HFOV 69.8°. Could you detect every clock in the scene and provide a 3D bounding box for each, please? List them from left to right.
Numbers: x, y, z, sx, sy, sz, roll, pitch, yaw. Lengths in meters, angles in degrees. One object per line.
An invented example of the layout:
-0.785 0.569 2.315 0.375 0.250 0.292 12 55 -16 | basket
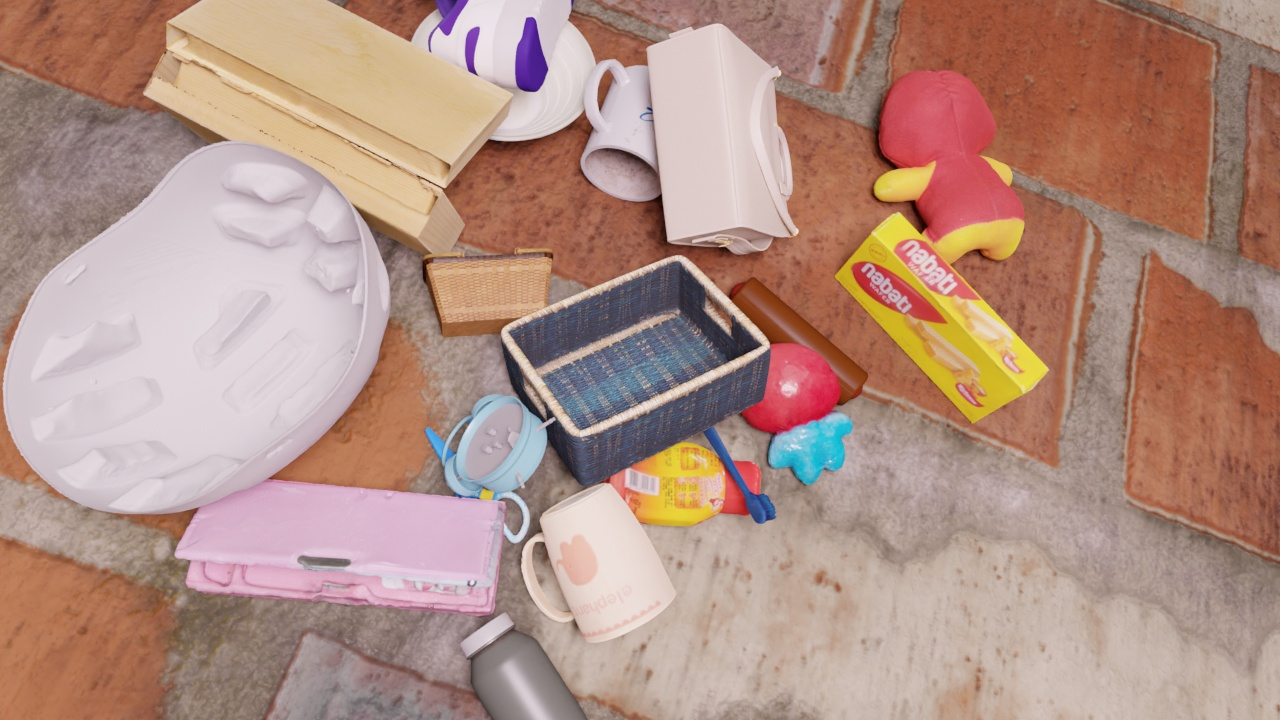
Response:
-0.122 0.066 0.729 0.042 0.123 0.087 39 64 -36 | clock

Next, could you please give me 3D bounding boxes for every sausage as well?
0.147 -0.019 0.865 0.155 0.040 0.040 41 67 5 | sausage

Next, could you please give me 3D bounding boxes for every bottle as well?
-0.091 0.251 0.701 0.060 0.060 0.108 -32 79 -21 | bottle
0.036 0.106 0.788 0.134 0.049 0.071 5 65 -10 | bottle

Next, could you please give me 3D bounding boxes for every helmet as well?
-0.318 -0.012 0.684 0.224 0.184 0.281 29 60 15 | helmet

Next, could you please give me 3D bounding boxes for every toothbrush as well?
0.065 0.063 0.790 0.017 0.016 0.190 -1 44 -33 | toothbrush

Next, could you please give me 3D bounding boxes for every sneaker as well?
-0.128 -0.346 0.849 0.111 0.092 0.243 6 57 6 | sneaker

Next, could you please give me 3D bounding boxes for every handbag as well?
0.096 -0.197 0.863 0.197 0.101 0.194 -4 88 -56 | handbag

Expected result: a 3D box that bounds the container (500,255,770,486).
-0.005 0.005 0.780 0.187 0.071 0.145 -24 51 -19 | container

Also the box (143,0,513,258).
-0.260 -0.201 0.771 0.248 0.141 0.179 26 105 -1 | box

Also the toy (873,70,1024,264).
0.316 -0.204 0.941 0.147 0.099 0.216 -9 77 -23 | toy

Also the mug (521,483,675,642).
-0.043 0.162 0.731 0.112 0.085 0.104 -25 90 21 | mug

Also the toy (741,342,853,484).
0.140 0.045 0.830 0.092 0.062 0.133 -25 95 7 | toy

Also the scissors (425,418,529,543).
-0.136 0.104 0.772 0.109 0.018 0.131 5 70 -12 | scissors

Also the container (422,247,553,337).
-0.133 -0.059 0.811 0.114 0.063 0.061 -5 78 -13 | container

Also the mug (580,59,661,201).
-0.013 -0.226 0.870 0.119 0.083 0.096 42 57 -43 | mug

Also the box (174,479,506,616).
-0.223 0.136 0.700 0.232 0.080 0.099 8 70 -5 | box

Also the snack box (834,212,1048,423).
0.280 -0.039 0.870 0.042 0.092 0.200 -38 81 -22 | snack box

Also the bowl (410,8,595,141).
-0.133 -0.266 0.885 0.176 0.058 0.176 5 64 -10 | bowl
